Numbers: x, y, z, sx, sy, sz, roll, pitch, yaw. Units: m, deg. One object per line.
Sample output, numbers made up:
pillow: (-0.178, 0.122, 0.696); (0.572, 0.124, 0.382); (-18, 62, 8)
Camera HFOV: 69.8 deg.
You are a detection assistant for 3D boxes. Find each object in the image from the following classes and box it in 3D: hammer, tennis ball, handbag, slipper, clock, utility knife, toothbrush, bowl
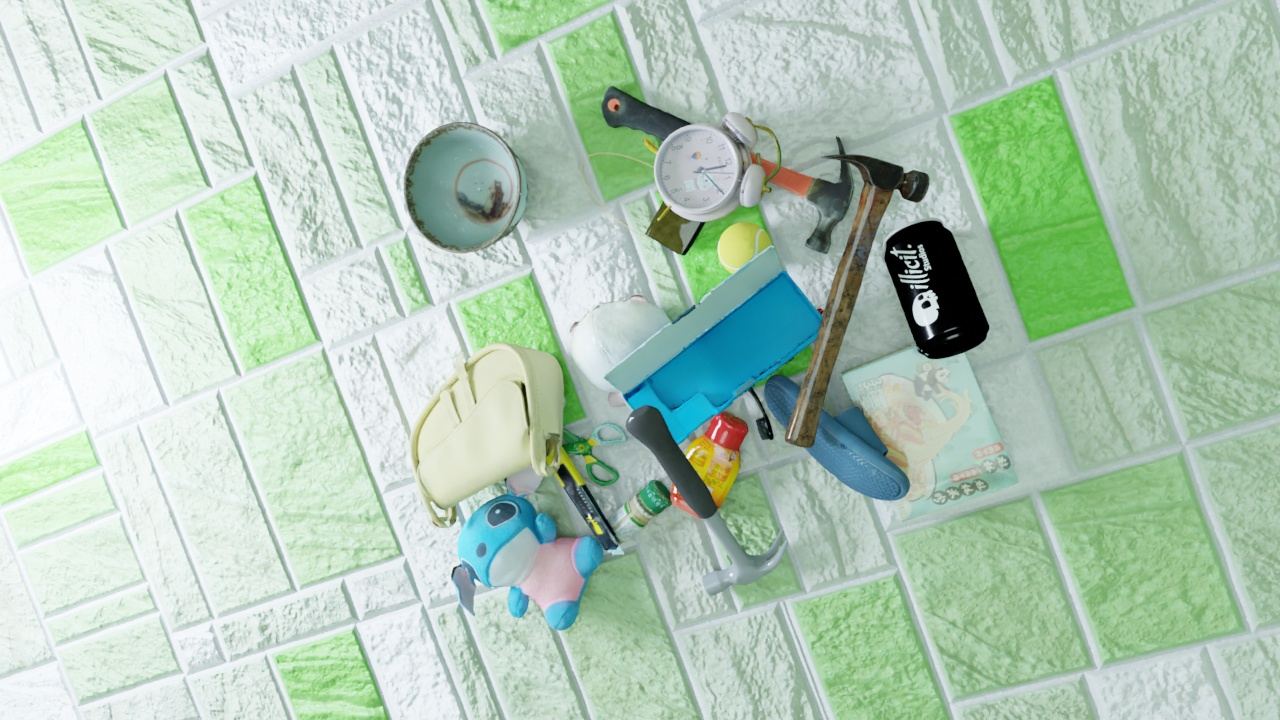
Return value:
hammer: (0.075, 0.167, 1.103); (0.125, 0.029, 0.311); (-25, 122, 13)
tennis ball: (0.126, -0.135, 1.111); (0.065, 0.065, 0.065); (2, 97, 14)
handbag: (-0.203, 0.091, 1.182); (0.233, 0.088, 0.190); (-30, 61, 23)
hammer: (0.101, -0.255, 1.123); (0.333, 0.033, 0.133); (25, 104, 11)
slipper: (0.234, 0.089, 1.095); (0.059, 0.104, 0.214); (-38, 62, -21)
clock: (0.089, -0.228, 1.084); (0.158, 0.058, 0.117); (-10, 93, 16)
handbag: (-0.001, -0.207, 1.161); (0.178, 0.027, 0.084); (33, 102, 14)
hammer: (0.215, -0.063, 1.023); (0.120, 0.033, 0.330); (15, 98, -9)
utility knife: (-0.074, 0.183, 1.199); (0.029, 0.020, 0.174); (-41, 74, 20)
toothbrush: (0.128, 0.014, 1.156); (0.017, 0.014, 0.188); (-21, 91, 23)
bowl: (-0.209, -0.217, 1.171); (0.160, 0.093, 0.160); (2, 97, 14)

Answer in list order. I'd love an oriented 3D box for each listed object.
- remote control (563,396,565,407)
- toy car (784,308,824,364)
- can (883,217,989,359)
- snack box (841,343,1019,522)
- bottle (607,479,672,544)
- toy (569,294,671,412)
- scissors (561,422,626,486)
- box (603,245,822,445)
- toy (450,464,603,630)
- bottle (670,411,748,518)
remote control: (-0.152, 0.088, 1.230); (0.050, 0.022, 0.133); (43, 105, 17)
toy car: (0.190, -0.029, 1.122); (0.025, 0.038, 0.090); (38, 104, 10)
can: (0.332, -0.081, 1.038); (0.080, 0.080, 0.146); (-20, 69, 15)
snack box: (0.342, 0.078, 1.094); (0.142, 0.044, 0.193); (-22, 90, 14)
bottle: (-0.009, 0.203, 1.199); (0.110, 0.042, 0.042); (-43, 85, 16)
toy: (-0.007, 0.007, 1.151); (0.139, 0.101, 0.179); (-26, 105, 22)
scissors: (-0.074, 0.108, 1.219); (0.131, 0.012, 0.112); (36, 107, 9)
box: (0.088, -0.010, 1.050); (0.243, 0.113, 0.114); (-38, 84, 4)
toy: (-0.146, 0.249, 1.215); (0.191, 0.099, 0.224); (26, 92, 5)
bottle: (0.090, 0.130, 1.162); (0.071, 0.048, 0.134); (27, 102, 9)
